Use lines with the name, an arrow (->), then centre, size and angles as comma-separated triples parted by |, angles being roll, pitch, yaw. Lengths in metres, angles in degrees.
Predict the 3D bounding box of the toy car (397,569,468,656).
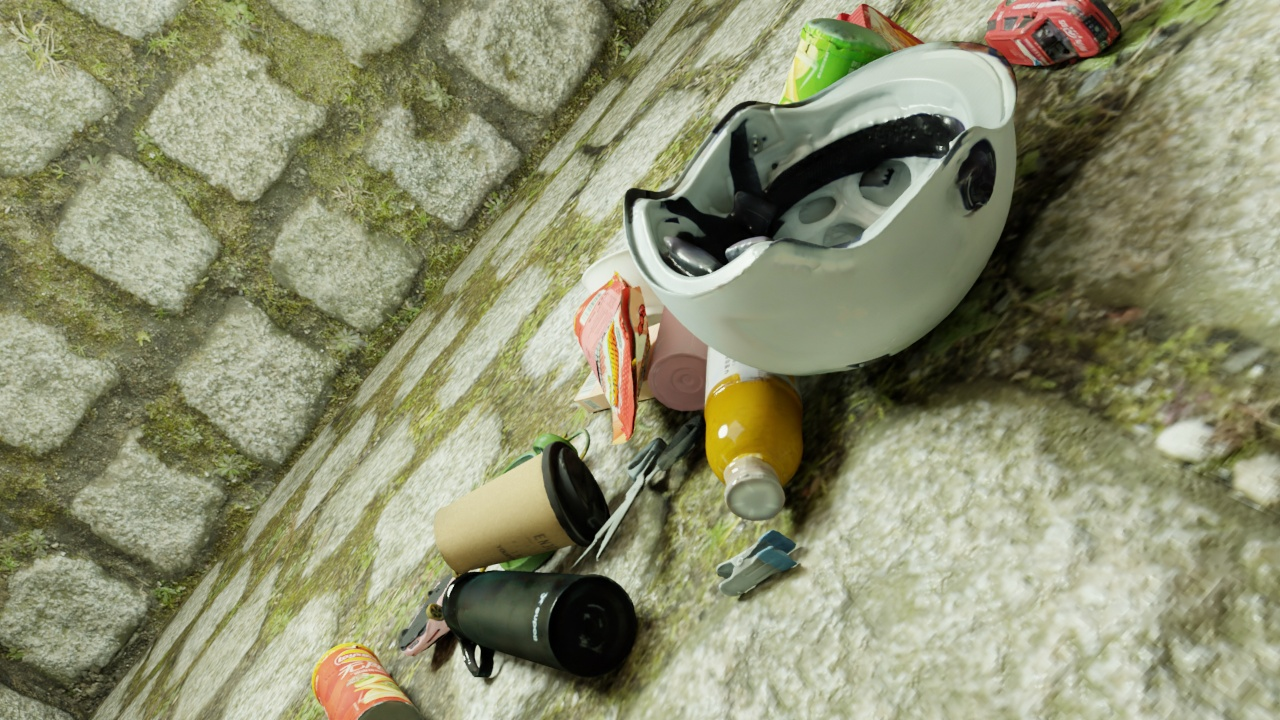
toy car -> -0.205, 0.255, 0.932 | 0.056, 0.037, 0.122 | -41, 9, 19

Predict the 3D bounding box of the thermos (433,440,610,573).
thermos -> -0.101, 0.131, 0.785 | 0.143, 0.093, 0.093 | -24, 27, 14

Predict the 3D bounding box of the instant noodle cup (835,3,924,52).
instant noodle cup -> 0.192, -0.221, 0.795 | 0.124, 0.116, 0.116 | -52, 15, 35

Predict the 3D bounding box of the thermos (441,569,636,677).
thermos -> -0.091, 0.212, 0.725 | 0.243, 0.068, 0.090 | -21, 66, 59

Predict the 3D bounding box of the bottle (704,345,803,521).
bottle -> 0.079, 0.033, 0.640 | 0.068, 0.068, 0.189 | -40, 22, 28

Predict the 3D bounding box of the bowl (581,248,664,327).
bowl -> 0.002, -0.070, 0.984 | 0.119, 0.118, 0.064 | -32, 65, 44

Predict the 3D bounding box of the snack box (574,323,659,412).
snack box -> -0.006, 0.006, 0.943 | 0.158, 0.026, 0.084 | -17, 38, 58

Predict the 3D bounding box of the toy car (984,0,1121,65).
toy car -> 0.298, -0.243, 0.673 | 0.045, 0.053, 0.120 | -51, 16, 6

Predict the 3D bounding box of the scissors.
scissors -> -0.003, 0.102, 0.726 | 0.164, 0.014, 0.163 | -42, 9, -7

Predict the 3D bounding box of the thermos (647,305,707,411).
thermos -> 0.056, -0.049, 0.832 | 0.198, 0.067, 0.087 | -74, 3, -48

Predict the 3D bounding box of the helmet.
helmet -> 0.132, -0.084, 0.601 | 0.258, 0.146, 0.229 | -38, 32, -18

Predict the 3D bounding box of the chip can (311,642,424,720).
chip can -> -0.260, 0.328, 0.869 | 0.073, 0.073, 0.217 | -57, 21, -17

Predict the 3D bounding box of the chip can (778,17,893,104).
chip can -> 0.128, -0.155, 0.729 | 0.072, 0.072, 0.222 | -89, 14, -61

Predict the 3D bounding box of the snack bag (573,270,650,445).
snack bag -> -0.019, -0.014, 0.802 | 0.207, 0.073, 0.129 | -116, 31, -76

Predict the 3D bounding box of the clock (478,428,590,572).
clock -> -0.100, 0.131, 0.884 | 0.161, 0.056, 0.116 | -49, 20, 6

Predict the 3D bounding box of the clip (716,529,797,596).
clip -> 0.070, 0.126, 0.565 | 0.058, 0.026, 0.038 | -43, 28, 32
